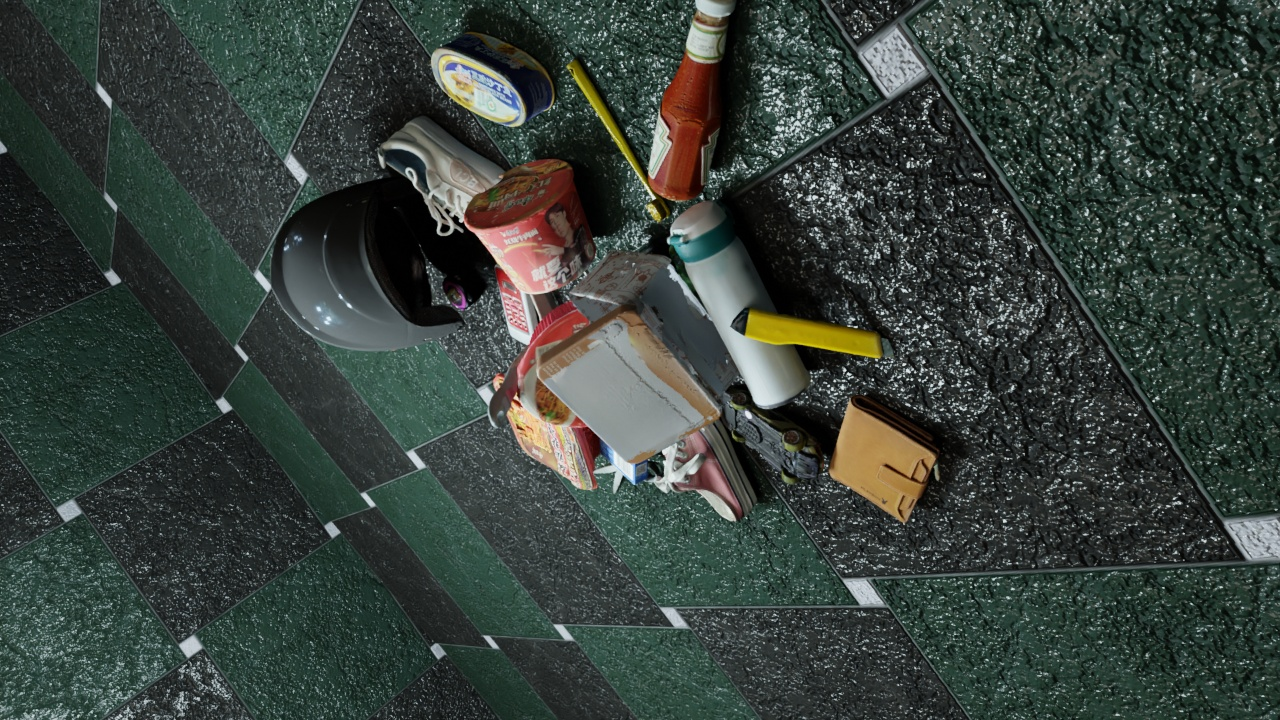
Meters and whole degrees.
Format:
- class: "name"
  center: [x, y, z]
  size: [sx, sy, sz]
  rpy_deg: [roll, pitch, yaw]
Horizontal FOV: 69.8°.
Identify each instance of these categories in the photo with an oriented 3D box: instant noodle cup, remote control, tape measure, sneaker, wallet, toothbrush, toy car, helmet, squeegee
- class: "instant noodle cup"
  center: [-0.120, -0.151, 1.069]
  size: [0.138, 0.137, 0.109]
  rpy_deg: [13, 142, 41]
- class: "remote control"
  center: [-0.174, -0.078, 1.301]
  size: [0.056, 0.020, 0.136]
  rpy_deg: [25, 141, 30]
- class: "tape measure"
  center: [-0.266, -0.106, 1.361]
  size: [0.057, 0.039, 0.058]
  rpy_deg: [52, 147, -7]
- class: "instant noodle cup"
  center: [-0.068, -0.008, 1.138]
  size: [0.065, 0.193, 0.194]
  rpy_deg: [-122, 19, -44]
- class: "sneaker"
  center: [0.062, 0.122, 1.161]
  size: [0.118, 0.087, 0.241]
  rpy_deg: [14, 139, 58]
- class: "wallet"
  center: [0.265, 0.109, 0.985]
  size: [0.119, 0.035, 0.131]
  rpy_deg: [37, 147, 27]
- class: "toothbrush"
  center: [-0.024, -0.230, 0.972]
  size: [0.016, 0.016, 0.190]
  rpy_deg: [-13, 114, 53]
- class: "toy car"
  center: [0.062, -0.096, 0.989]
  size: [0.036, 0.043, 0.091]
  rpy_deg: [3, 129, 55]
- class: "helmet"
  center: [-0.377, -0.126, 1.276]
  size: [0.275, 0.230, 0.233]
  rpy_deg: [-164, 62, -86]
- class: "toy car"
  center: [0.150, 0.084, 1.075]
  size: [0.158, 0.042, 0.070]
  rpy_deg: [37, 148, 35]
- class: "instant noodle cup"
  center: [-0.127, 0.093, 1.364]
  size: [0.189, 0.078, 0.165]
  rpy_deg: [21, 139, 42]
- class: "sneaker"
  center: [-0.233, -0.213, 1.165]
  size: [0.242, 0.090, 0.090]
  rpy_deg: [40, 148, 11]
- class: "squeegee"
  center: [-0.151, 0.011, 1.169]
  size: [0.040, 0.248, 0.248]
  rpy_deg: [-12, 118, 23]

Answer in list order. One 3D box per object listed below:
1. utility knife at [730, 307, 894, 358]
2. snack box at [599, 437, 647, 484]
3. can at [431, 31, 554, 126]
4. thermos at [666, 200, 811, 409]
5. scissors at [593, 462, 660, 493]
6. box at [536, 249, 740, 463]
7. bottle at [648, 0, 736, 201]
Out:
- class: "utility knife"
  center: [0.171, -0.025, 0.912]
  size: [0.165, 0.015, 0.033]
  rpy_deg: [11, 117, 6]
- class: "snack box"
  center: [-0.025, 0.090, 1.269]
  size: [0.084, 0.026, 0.157]
  rpy_deg: [38, 142, 38]
- class: "can"
  center: [-0.166, -0.313, 1.021]
  size: [0.148, 0.049, 0.075]
  rpy_deg: [31, 143, 25]
- class: "thermos"
  center: [0.104, -0.059, 0.955]
  size: [0.073, 0.073, 0.224]
  rpy_deg: [-2, 125, 50]
- class: "scissors"
  center: [-0.028, 0.161, 1.389]
  size: [0.175, 0.014, 0.159]
  rpy_deg: [15, 135, 41]
- class: "box"
  center: [-0.007, 0.008, 1.003]
  size: [0.182, 0.180, 0.154]
  rpy_deg: [51, 164, -28]
- class: "bottle"
  center: [0.050, -0.241, 0.842]
  size: [0.060, 0.059, 0.207]
  rpy_deg: [35, 142, 19]
